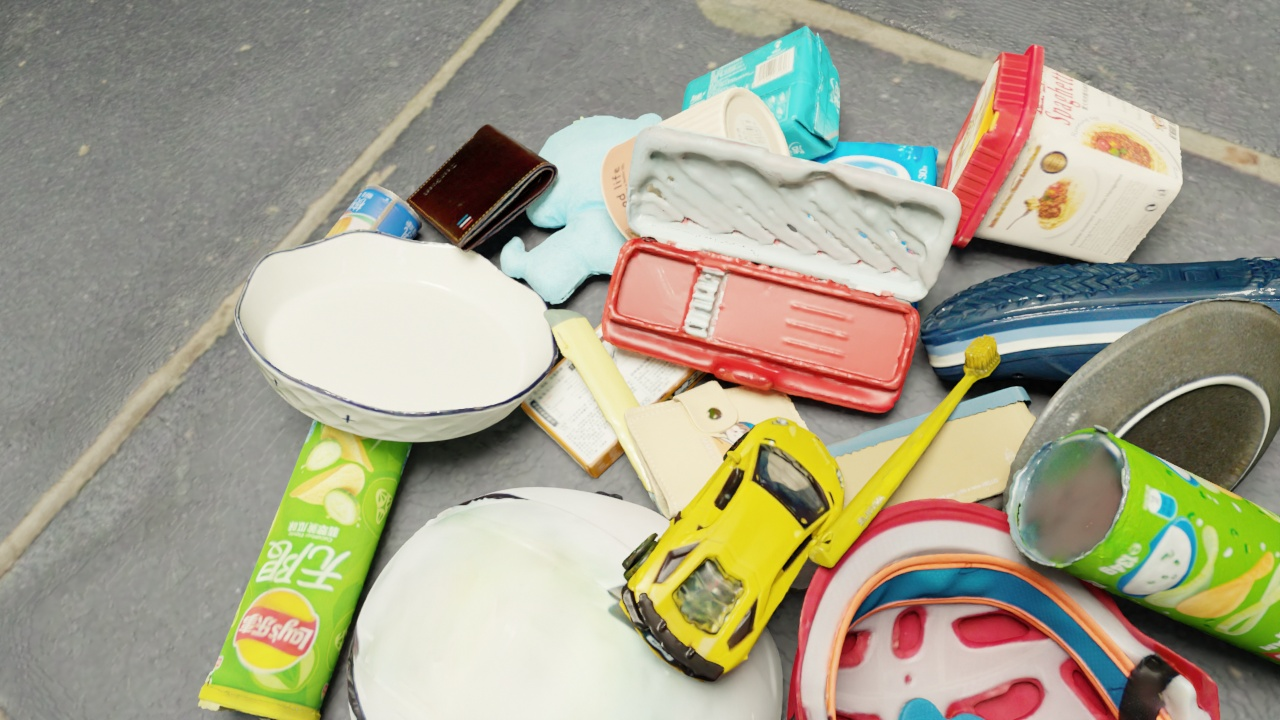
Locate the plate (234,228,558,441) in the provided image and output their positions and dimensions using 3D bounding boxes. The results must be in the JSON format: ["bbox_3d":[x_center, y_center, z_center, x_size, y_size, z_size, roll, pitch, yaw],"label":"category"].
[{"bbox_3d":[-0.160,-0.017,0.618,0.205,0.046,0.204,13,35,-10],"label":"plate"}]

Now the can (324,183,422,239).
[{"bbox_3d":[-0.227,-0.068,0.704,0.053,0.053,0.134,24,70,20],"label":"can"}]

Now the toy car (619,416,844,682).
[{"bbox_3d":[0.052,0.087,0.458,0.071,0.041,0.155,44,58,2],"label":"toy car"}]

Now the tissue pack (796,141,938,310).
[{"bbox_3d":[0.156,-0.094,0.649,0.095,0.052,0.156,9,65,14],"label":"tissue pack"}]

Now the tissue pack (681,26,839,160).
[{"bbox_3d":[0.083,-0.180,0.687,0.134,0.050,0.093,-13,56,40],"label":"tissue pack"}]

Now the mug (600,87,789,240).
[{"bbox_3d":[0.047,-0.118,0.635,0.106,0.114,0.081,-18,28,40],"label":"mug"}]

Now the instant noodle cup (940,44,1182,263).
[{"bbox_3d":[0.277,-0.128,0.610,0.124,0.117,0.116,19,50,6],"label":"instant noodle cup"}]

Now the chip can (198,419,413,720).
[{"bbox_3d":[-0.206,0.118,0.595,0.073,0.073,0.220,7,65,14],"label":"chip can"}]

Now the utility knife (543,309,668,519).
[{"bbox_3d":[-0.016,0.029,0.603,0.030,0.018,0.167,-22,63,-22],"label":"utility knife"}]

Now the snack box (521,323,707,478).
[{"bbox_3d":[-0.004,0.004,0.643,0.153,0.026,0.075,-43,65,-12],"label":"snack box"}]

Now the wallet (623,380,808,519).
[{"bbox_3d":[0.053,0.050,0.589,0.115,0.024,0.087,-13,52,-20],"label":"wallet"}]

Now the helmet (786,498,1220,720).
[{"bbox_3d":[0.162,0.203,0.445,0.206,0.144,0.239,-5,49,-13],"label":"helmet"}]

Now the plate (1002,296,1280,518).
[{"bbox_3d":[0.277,0.050,0.487,0.179,0.179,0.024,-23,38,-2],"label":"plate"}]

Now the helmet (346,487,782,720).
[{"bbox_3d":[-0.056,0.168,0.500,0.259,0.146,0.228,26,70,21],"label":"helmet"}]

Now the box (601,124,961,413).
[{"bbox_3d":[0.082,-0.057,0.582,0.201,0.161,0.058,15,24,7],"label":"box"}]

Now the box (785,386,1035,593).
[{"bbox_3d":[0.159,0.077,0.542,0.184,0.090,0.062,-18,60,-2],"label":"box"}]

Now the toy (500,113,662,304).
[{"bbox_3d":[-0.044,-0.126,0.704,0.161,0.050,0.156,-28,63,5],"label":"toy"}]

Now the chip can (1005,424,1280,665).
[{"bbox_3d":[0.297,0.106,0.448,0.236,0.072,0.072,23,66,-13],"label":"chip can"}]

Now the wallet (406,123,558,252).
[{"bbox_3d":[-0.126,-0.136,0.716,0.096,0.020,0.122,-42,41,-7],"label":"wallet"}]

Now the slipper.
[{"bbox_3d":[0.306,-0.011,0.562,0.253,0.104,0.095,-5,103,23],"label":"slipper"}]

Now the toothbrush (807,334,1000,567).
[{"bbox_3d":[0.146,0.042,0.489,0.016,0.017,0.189,15,44,42],"label":"toothbrush"}]
